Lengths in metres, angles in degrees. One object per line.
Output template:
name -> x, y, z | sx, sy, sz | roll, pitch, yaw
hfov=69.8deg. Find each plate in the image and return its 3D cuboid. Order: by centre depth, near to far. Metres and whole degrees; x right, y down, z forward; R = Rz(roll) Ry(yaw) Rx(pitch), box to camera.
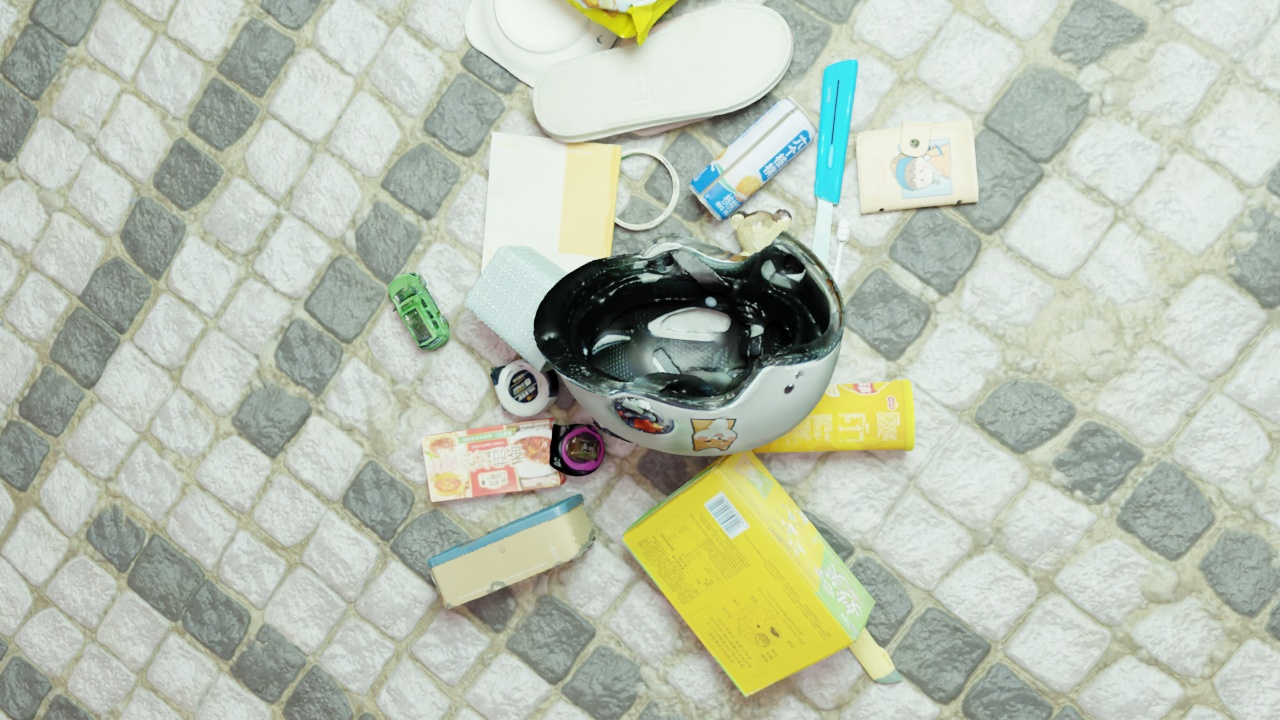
plate -> -0.099, -0.380, 0.977 | 0.163, 0.034, 0.164 | 35, 99, 7

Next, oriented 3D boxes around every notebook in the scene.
notebook -> -0.100, -0.135, 0.990 | 0.146, 0.010, 0.206 | 9, 100, 11

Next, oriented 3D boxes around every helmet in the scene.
helmet -> 0.052, 0.001, 0.850 | 0.274, 0.229, 0.157 | -5, 131, 12

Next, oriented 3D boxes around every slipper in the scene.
slipper -> 0.022, -0.291, 0.947 | 0.274, 0.054, 0.114 | -15, 90, 8

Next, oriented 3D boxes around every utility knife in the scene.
utility knife -> 0.194, -0.196, 0.937 | 0.034, 0.018, 0.218 | 6, 95, 10
utility knife -> 0.200, 0.249, 0.955 | 0.031, 0.022, 0.216 | -35, 93, 10

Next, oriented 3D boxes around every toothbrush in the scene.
toothbrush -> 0.196, -0.056, 0.943 | 0.016, 0.016, 0.180 | 10, 95, 12

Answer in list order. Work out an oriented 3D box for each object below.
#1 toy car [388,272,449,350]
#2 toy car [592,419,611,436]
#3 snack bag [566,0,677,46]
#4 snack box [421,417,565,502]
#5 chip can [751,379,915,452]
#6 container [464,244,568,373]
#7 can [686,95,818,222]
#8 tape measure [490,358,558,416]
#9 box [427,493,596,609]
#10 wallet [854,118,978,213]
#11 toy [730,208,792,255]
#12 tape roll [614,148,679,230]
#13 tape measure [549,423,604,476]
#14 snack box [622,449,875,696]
toy car -> -0.249, -0.055, 1.021 | 0.043, 0.036, 0.091 | -32, 83, 12
toy car -> -0.006, 0.006, 0.973 | 0.071, 0.041, 0.156 | 19, 95, 9
snack bag -> -0.046, -0.421, 0.917 | 0.246, 0.068, 0.157 | 41, 58, 8
snack box -> -0.163, 0.110, 1.015 | 0.153, 0.025, 0.075 | -8, 91, 11
chip can -> 0.165, 0.059, 0.926 | 0.213, 0.072, 0.072 | -3, 92, 11
container -> -0.110, -0.059, 0.954 | 0.111, 0.089, 0.090 | 38, 104, 8
can -> 0.114, -0.204, 0.933 | 0.135, 0.053, 0.053 | -41, 85, 10
tape measure -> -0.124, 0.029, 1.000 | 0.066, 0.033, 0.066 | -19, 87, 13
box -> -0.130, 0.201, 0.983 | 0.184, 0.089, 0.062 | -26, 86, 9
wallet -> 0.276, -0.196, 0.919 | 0.115, 0.024, 0.087 | -4, 97, 12
toy -> 0.124, -0.076, 0.937 | 0.105, 0.066, 0.157 | 3, 101, 22
tape roll -> -0.002, -0.182, 0.977 | 0.086, 0.014, 0.086 | 1, 93, 11
tape measure -> -0.067, 0.095, 0.978 | 0.057, 0.039, 0.057 | 10, 82, -26
snack box -> 0.104, 0.210, 0.918 | 0.210, 0.069, 0.158 | 51, 126, 5
